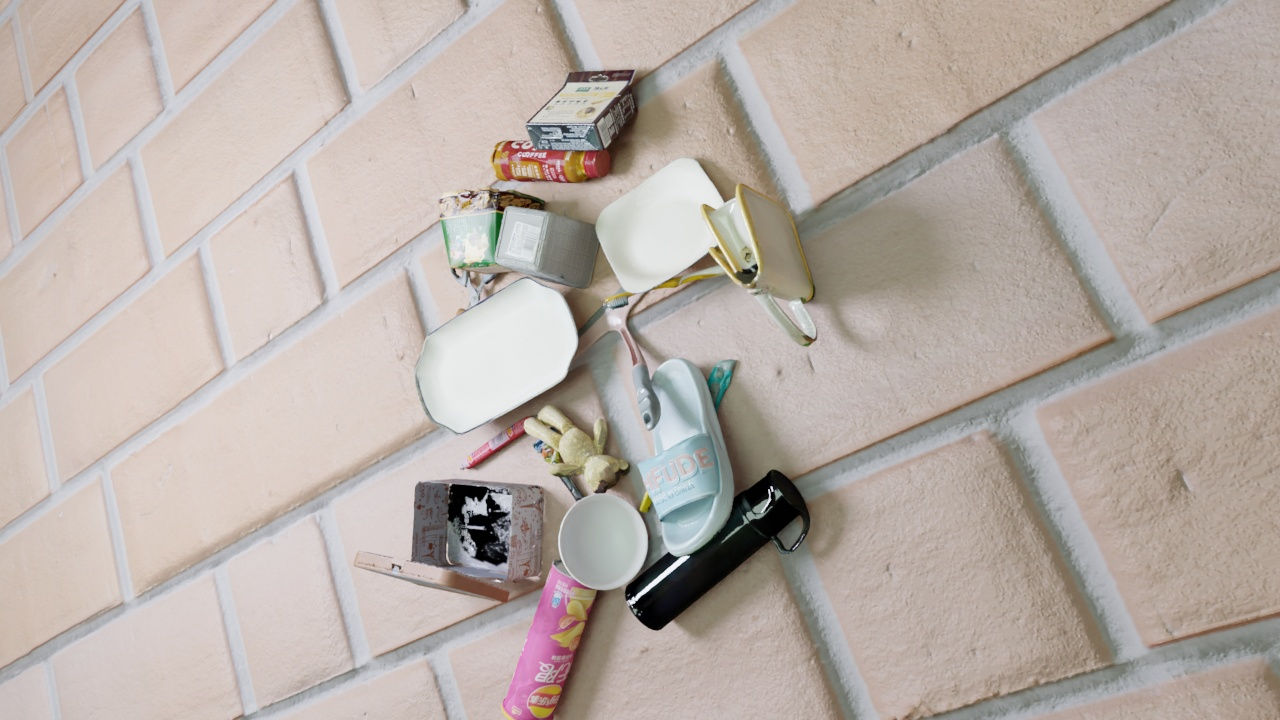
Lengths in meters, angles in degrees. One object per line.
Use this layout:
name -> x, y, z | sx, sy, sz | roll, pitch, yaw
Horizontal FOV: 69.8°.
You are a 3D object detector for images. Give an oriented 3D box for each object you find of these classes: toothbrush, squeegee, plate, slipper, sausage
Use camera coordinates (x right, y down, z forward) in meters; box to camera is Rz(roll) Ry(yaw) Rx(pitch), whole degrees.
toothbrush -> 0.041, 0.107, 1.162 | 0.016, 0.015, 0.190 | 26, 99, 23
toothbrush -> 0.048, -0.095, 1.138 | 0.191, 0.016, 0.018 | -15, 66, 6
squeegee -> -0.007, 0.007, 1.152 | 0.248, 0.040, 0.249 | -43, 37, 19
plate -> -0.196, -0.003, 1.262 | 0.266, 0.034, 0.162 | -29, 72, 19
plate -> 0.032, -0.165, 1.160 | 0.164, 0.034, 0.164 | -33, 54, 11
slipper -> 0.045, 0.107, 1.087 | 0.104, 0.074, 0.245 | -29, 57, 37
sausage -> -0.201, 0.116, 1.300 | 0.156, 0.020, 0.020 | -34, 70, 23

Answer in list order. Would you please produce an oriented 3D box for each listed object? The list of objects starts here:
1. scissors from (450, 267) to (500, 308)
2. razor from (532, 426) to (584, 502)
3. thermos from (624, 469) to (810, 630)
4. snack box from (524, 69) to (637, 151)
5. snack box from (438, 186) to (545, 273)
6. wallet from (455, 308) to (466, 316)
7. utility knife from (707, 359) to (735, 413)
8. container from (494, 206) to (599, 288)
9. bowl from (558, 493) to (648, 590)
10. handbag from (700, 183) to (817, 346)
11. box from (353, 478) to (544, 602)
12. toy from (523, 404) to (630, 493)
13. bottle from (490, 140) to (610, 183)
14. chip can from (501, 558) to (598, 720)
scissors -> -0.241, -0.096, 1.329 | 0.175, 0.014, 0.159 | -50, 58, 7
razor -> -0.101, 0.156, 1.237 | 0.043, 0.022, 0.142 | -44, 67, 21
thermos -> 0.093, 0.235, 1.089 | 0.243, 0.068, 0.090 | -43, 66, 20
snack box -> -0.073, -0.333, 1.224 | 0.113, 0.053, 0.125 | 9, 47, 31
snack box -> -0.209, -0.176, 1.274 | 0.118, 0.117, 0.105 | 0, 89, 28
wallet -> -0.238, -0.009, 1.333 | 0.101, 0.020, 0.115 | 17, 97, 32
utility knife -> 0.082, 0.069, 1.143 | 0.029, 0.013, 0.157 | 22, 97, 29
container -> -0.126, -0.153, 1.224 | 0.090, 0.114, 0.090 | 13, 92, 31
bowl -> -0.057, 0.233, 1.171 | 0.065, 0.118, 0.118 | 147, 115, -64
handbag -> 0.142, -0.098, 1.036 | 0.063, 0.163, 0.178 | -26, 74, 28
box -> -0.258, 0.240, 1.222 | 0.183, 0.192, 0.156 | -1, 84, 30
toy -> -0.089, 0.116, 1.211 | 0.157, 0.104, 0.066 | 37, 147, 25
bottle -> -0.124, -0.275, 1.266 | 0.175, 0.057, 0.057 | 8, 89, 31
chip can -> -0.116, 0.369, 1.198 | 0.071, 0.071, 0.210 | 23, 97, 30
